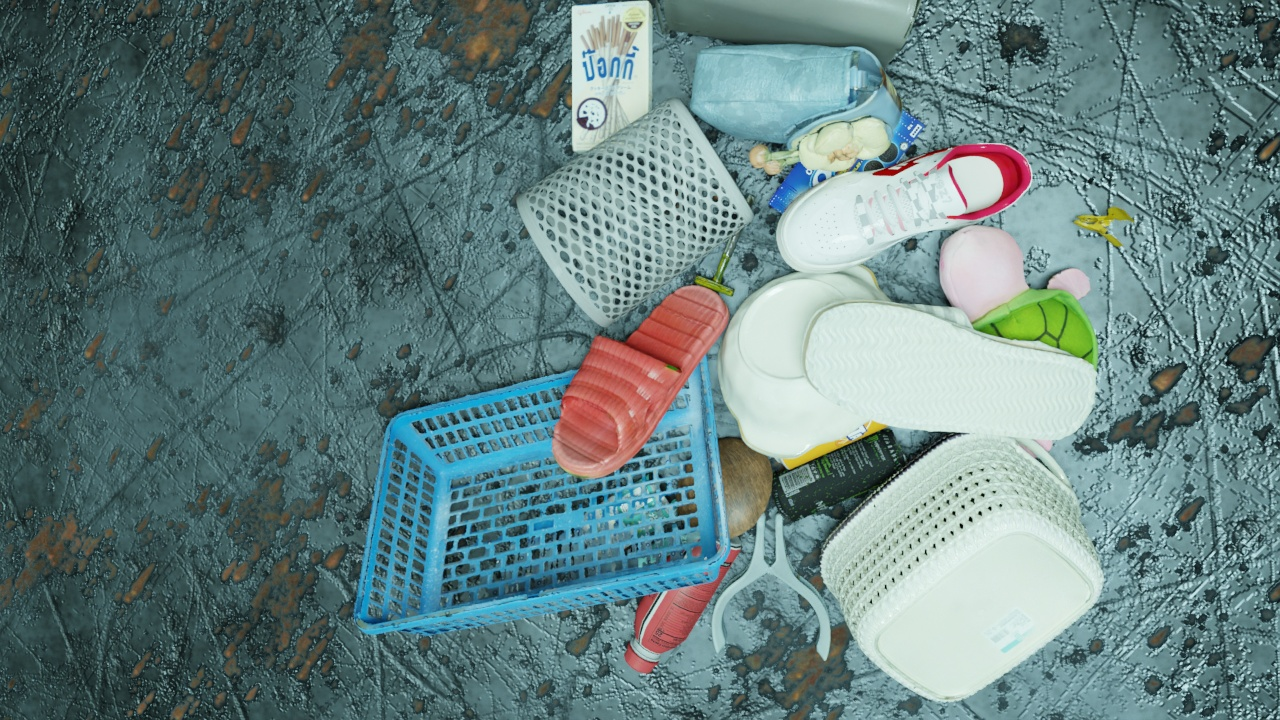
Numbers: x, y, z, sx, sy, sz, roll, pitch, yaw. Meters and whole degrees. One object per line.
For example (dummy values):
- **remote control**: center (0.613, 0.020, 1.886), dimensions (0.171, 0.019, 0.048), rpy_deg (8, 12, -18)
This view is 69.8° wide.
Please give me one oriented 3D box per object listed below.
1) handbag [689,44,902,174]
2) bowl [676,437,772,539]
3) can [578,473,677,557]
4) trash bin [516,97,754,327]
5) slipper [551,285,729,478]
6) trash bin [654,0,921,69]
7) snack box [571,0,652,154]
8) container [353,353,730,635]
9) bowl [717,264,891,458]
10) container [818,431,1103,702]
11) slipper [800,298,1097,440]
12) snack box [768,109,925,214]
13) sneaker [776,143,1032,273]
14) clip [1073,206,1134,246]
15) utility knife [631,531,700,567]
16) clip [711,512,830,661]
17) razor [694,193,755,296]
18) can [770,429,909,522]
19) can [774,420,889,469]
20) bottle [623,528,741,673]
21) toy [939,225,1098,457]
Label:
- **handbag**: center (0.143, -0.232, 0.857), dimensions (0.192, 0.121, 0.118), rpy_deg (10, 93, 24)
- **bowl**: center (0.082, 0.125, 0.939), dimensions (0.102, 0.026, 0.114), rpy_deg (2, 60, 26)
- **can**: center (-0.013, 0.166, 0.979), dimensions (0.102, 0.055, 0.055), rpy_deg (-33, 88, 12)
- **trash bin**: center (-0.001, -0.148, 0.899), dimensions (0.183, 0.156, 0.156), rpy_deg (-33, 88, 9)
- **slipper**: center (-0.005, 0.005, 0.897), dimensions (0.104, 0.059, 0.248), rpy_deg (21, 61, 34)
- **trash bin**: center (0.148, -0.379, 0.836), dimensions (0.220, 0.197, 0.197), rpy_deg (17, 97, 3)
- **snack box**: center (-0.029, -0.293, 0.955), dimensions (0.082, 0.026, 0.150), rpy_deg (2, 95, 11)
- **container**: center (-0.089, 0.141, 0.919), dimensions (0.363, 0.089, 0.256), rpy_deg (-14, 48, 12)
- **bowl**: center (0.155, -0.017, 0.880), dimensions (0.189, 0.060, 0.219), rpy_deg (16, 72, 31)
- **container**: center (0.299, 0.196, 0.857), dimensions (0.184, 0.143, 0.252), rpy_deg (37, 112, -15)
- **slipper**: center (0.272, 0.010, 0.813), dimensions (0.272, 0.054, 0.114), rpy_deg (13, 97, -8)
- **snack box**: center (0.204, -0.195, 0.917), dimensions (0.082, 0.027, 0.150), rpy_deg (36, 100, 6)
- **sneaker**: center (0.246, -0.146, 0.841), dimensions (0.236, 0.104, 0.090), rpy_deg (-14, 91, -8)
- **clip**: center (0.441, -0.127, 0.871), dimensions (0.046, 0.054, 0.048), rpy_deg (-30, 67, 32)
- **utility knife**: center (0.027, 0.194, 0.954), dimensions (0.148, 0.015, 0.022), rpy_deg (-36, 46, 47)
- **clip**: center (0.112, 0.254, 0.977), dimensions (0.164, 0.030, 0.172), rpy_deg (-22, 90, 11)
- **razor**: center (0.095, -0.122, 0.950), dimensions (0.042, 0.026, 0.106), rpy_deg (22, 95, 10)
- **can**: center (0.200, 0.117, 0.933), dimensions (0.138, 0.054, 0.054), rpy_deg (-26, 90, 12)
- **can**: center (0.191, 0.047, 0.916), dimensions (0.143, 0.079, 0.079), rpy_deg (-26, 90, 12)
- **bottle**: center (0.038, 0.252, 0.974), dimensions (0.062, 0.062, 0.177), rpy_deg (31, 100, 7)
- **toy**: center (0.355, -0.022, 0.873), dimensions (0.190, 0.087, 0.238), rpy_deg (-25, 101, 4)
